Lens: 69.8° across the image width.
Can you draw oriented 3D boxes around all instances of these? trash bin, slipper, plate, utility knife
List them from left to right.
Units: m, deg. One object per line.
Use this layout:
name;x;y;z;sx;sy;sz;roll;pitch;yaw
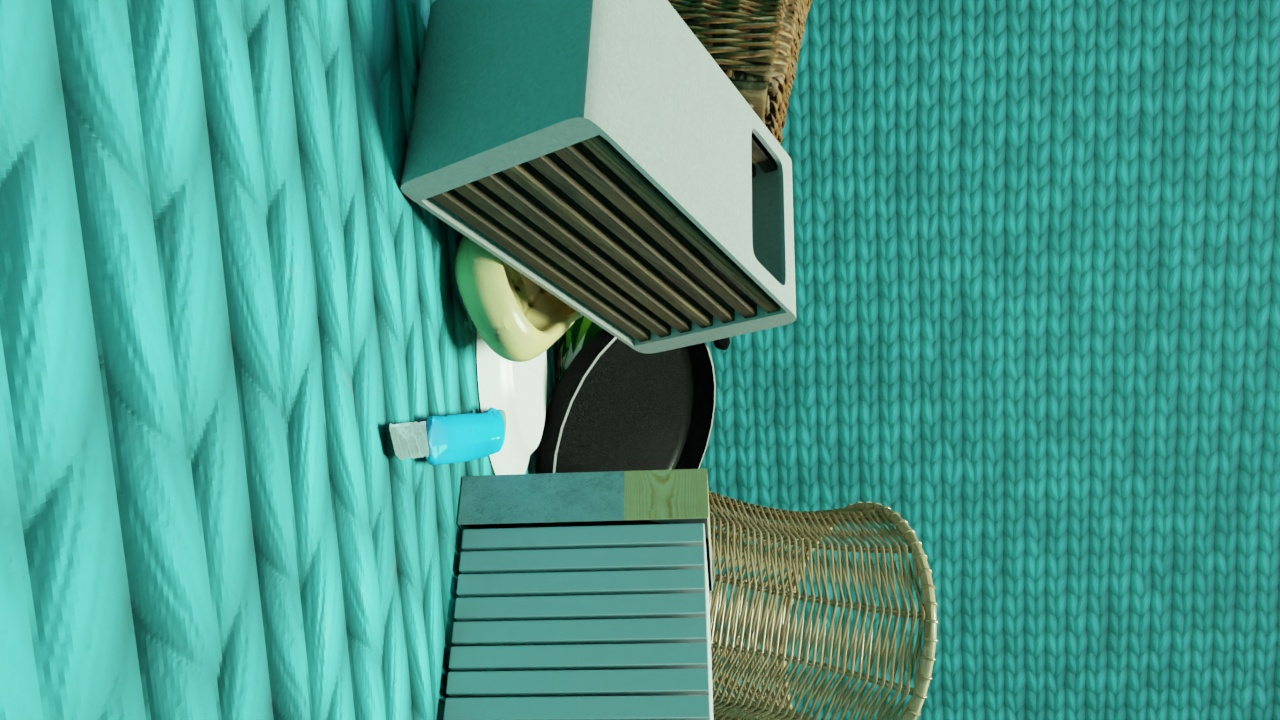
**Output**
utility knife;-0.100;0.040;0.501;0.196;0.015;0.031;40;45;-84
plate;-0.088;0.002;0.673;0.188;0.016;0.188;0;88;-86
slipper;-0.053;-0.073;0.625;0.261;0.079;0.111;-73;143;-69
trash bin;-0.027;0.205;0.531;0.143;0.142;0.246;80;9;-60
trash bin;-0.008;-0.106;0.525;0.228;0.115;0.114;33;52;-50

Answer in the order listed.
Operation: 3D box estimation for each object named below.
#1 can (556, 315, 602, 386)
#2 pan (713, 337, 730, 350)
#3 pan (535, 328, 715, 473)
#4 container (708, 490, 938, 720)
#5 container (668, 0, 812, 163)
can;-0.039;-0.002;0.885;0.083;0.083;0.144;74;15;-72
pan;0.009;-0.166;0.902;0.209;0.067;0.355;105;-28;-66
pan;-0.004;0.004;0.793;0.224;0.034;0.357;-20;120;-48
container;0.090;0.208;0.752;0.227;0.196;0.227;-165;-89;-73
container;0.004;-0.240;0.625;0.162;0.250;0.183;70;26;-75
